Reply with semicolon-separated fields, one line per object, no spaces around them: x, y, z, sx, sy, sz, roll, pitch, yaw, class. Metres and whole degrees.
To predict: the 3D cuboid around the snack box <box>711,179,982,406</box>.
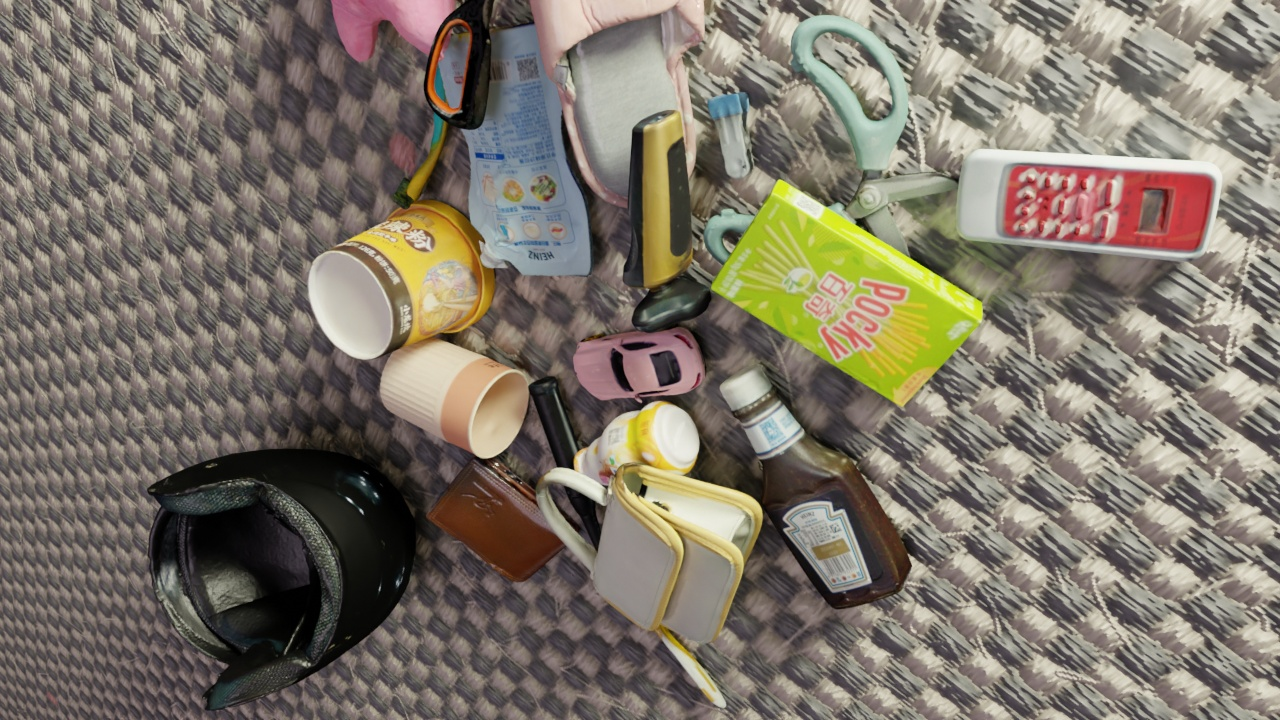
0.134;-0.042;0.604;0.156;0.026;0.086;32;128;-1;snack box

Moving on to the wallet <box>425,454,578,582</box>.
-0.132;0.152;0.877;0.124;0.032;0.101;39;124;-4;wallet

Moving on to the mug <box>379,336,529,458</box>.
-0.162;0.038;0.824;0.106;0.081;0.115;22;152;24;mug

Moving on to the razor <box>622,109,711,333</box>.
0.018;-0.092;0.626;0.068;0.062;0.168;25;139;27;razor

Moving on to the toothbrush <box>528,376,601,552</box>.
-0.054;0.117;0.815;0.026;0.027;0.213;-13;103;18;toothbrush

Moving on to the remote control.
0.253;-0.091;0.530;0.136;0.020;0.056;11;119;27;remote control

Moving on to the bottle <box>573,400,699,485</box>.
-0.006;0.074;0.748;0.109;0.063;0.063;-24;99;38;bottle

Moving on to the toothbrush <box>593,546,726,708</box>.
0.020;0.244;0.847;0.018;0.016;0.191;-39;89;30;toothbrush

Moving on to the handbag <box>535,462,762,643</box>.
-0.005;0.151;0.740;0.179;0.063;0.164;18;137;7;handbag

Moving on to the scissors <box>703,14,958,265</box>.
0.106;-0.122;0.593;0.170;0.019;0.171;-19;112;27;scissors

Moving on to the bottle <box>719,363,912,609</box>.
0.124;0.093;0.688;0.080;0.043;0.195;-29;95;38;bottle

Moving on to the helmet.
-0.370;0.204;0.935;0.275;0.229;0.233;-9;93;34;helmet

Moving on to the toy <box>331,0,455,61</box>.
-0.172;-0.299;0.653;0.195;0.074;0.178;-28;89;38;toy

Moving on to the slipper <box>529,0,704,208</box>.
-0.017;-0.225;0.581;0.114;0.054;0.275;-8;118;1;slipper

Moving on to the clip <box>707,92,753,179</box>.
0.064;-0.152;0.620;0.026;0.036;0.058;-4;108;31;clip

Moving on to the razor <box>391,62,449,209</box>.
-0.170;-0.186;0.741;0.028;0.043;0.133;21;122;-8;razor

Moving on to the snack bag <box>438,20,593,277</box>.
-0.095;-0.155;0.703;0.110;0.038;0.191;-1;113;21;snack bag

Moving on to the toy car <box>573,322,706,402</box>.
-0.004;0.004;0.729;0.123;0.037;0.056;-7;108;35;toy car

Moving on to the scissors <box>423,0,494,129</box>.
-0.089;-0.252;0.614;0.221;0.021;0.228;39;113;-15;scissors

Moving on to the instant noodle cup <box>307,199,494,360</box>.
-0.204;-0.064;0.769;0.119;0.114;0.119;14;120;26;instant noodle cup
